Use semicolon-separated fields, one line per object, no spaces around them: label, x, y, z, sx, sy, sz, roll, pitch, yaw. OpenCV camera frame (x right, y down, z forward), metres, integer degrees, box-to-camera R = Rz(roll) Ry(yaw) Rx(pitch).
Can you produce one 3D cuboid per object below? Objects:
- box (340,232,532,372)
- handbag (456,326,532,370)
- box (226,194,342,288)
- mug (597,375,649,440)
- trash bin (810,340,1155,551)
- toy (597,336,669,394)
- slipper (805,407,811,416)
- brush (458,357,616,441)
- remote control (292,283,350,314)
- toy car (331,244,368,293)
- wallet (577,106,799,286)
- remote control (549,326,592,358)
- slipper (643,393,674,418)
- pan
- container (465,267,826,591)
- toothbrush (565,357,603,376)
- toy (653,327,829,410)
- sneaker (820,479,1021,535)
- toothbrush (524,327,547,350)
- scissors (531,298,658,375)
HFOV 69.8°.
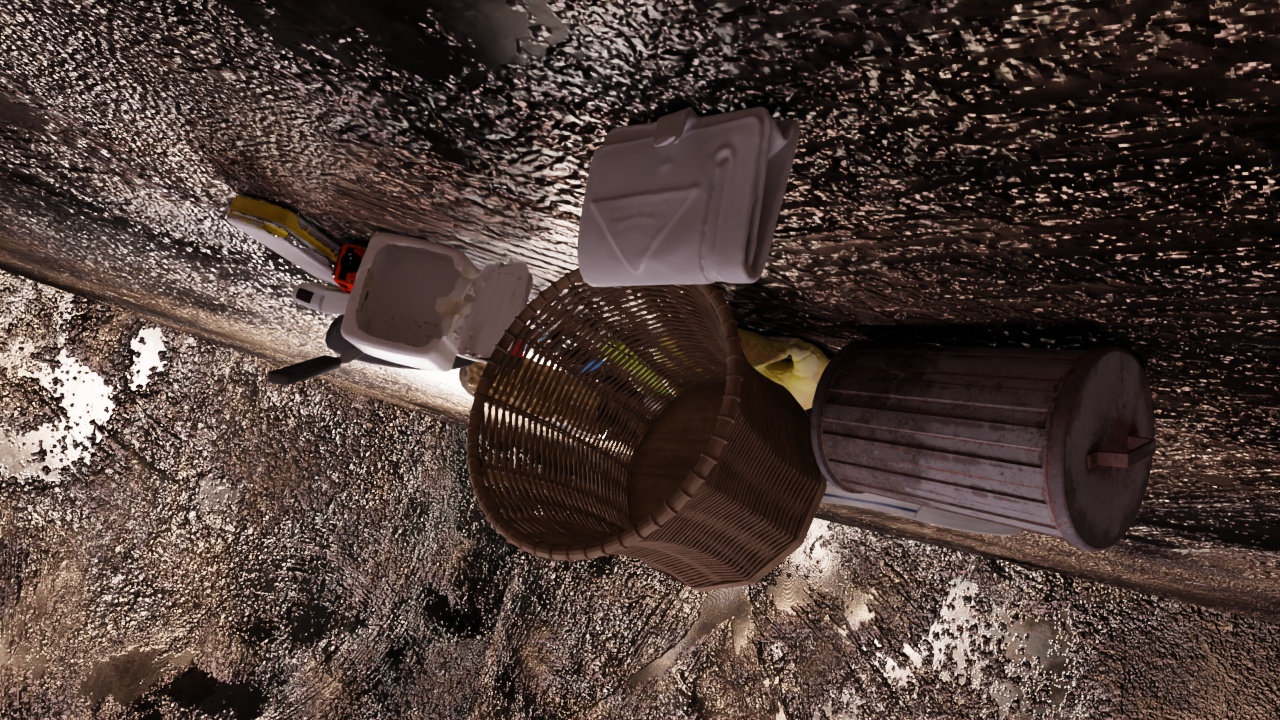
box;-0.167;-0.046;0.801;0.191;0.110;0.083;9;169;24
handbag;-0.209;-0.041;1.032;0.166;0.063;0.138;19;179;-28
box;-0.330;-0.110;0.915;0.064;0.033;0.209;17;170;11
mug;-0.002;0.058;1.215;0.100;0.085;0.118;5;-157;-14
trash bin;0.241;0.051;0.644;0.130;0.130;0.211;24;169;-38
toy;-0.006;0.006;1.008;0.093;0.036;0.094;27;161;13
slipper;0.207;0.082;0.977;0.107;0.084;0.267;24;167;-38
brush;-0.125;0.048;1.292;0.271;0.083;0.057;21;169;-25
remote control;-0.323;-0.066;1.048;0.060;0.025;0.138;19;-171;38
toy car;-0.270;-0.083;0.907;0.049;0.051;0.100;13;169;-3
wallet;0.015;-0.076;0.434;0.116;0.086;0.032;0;167;45
remote control;-0.079;-0.020;1.044;0.041;0.020;0.152;18;171;-8
slipper;0.121;0.086;1.143;0.247;0.074;0.112;17;174;-5
pan;-0.303;-0.016;1.024;0.179;0.041;0.356;12;-169;9
container;0.018;0.062;0.701;0.227;0.226;0.196;8;161;38
toothbrush;-0.067;0.005;1.190;0.016;0.014;0.167;19;165;-16
toy;0.096;0.013;0.850;0.170;0.064;0.155;10;155;8
sneaker;0.208;0.073;0.860;0.295;0.127;0.120;7;-173;28
toothbrush;-0.136;-0.022;1.124;0.022;0.016;0.155;50;163;-6
scissors;-0.047;-0.023;0.874;0.131;0.012;0.170;28;-176;-22
